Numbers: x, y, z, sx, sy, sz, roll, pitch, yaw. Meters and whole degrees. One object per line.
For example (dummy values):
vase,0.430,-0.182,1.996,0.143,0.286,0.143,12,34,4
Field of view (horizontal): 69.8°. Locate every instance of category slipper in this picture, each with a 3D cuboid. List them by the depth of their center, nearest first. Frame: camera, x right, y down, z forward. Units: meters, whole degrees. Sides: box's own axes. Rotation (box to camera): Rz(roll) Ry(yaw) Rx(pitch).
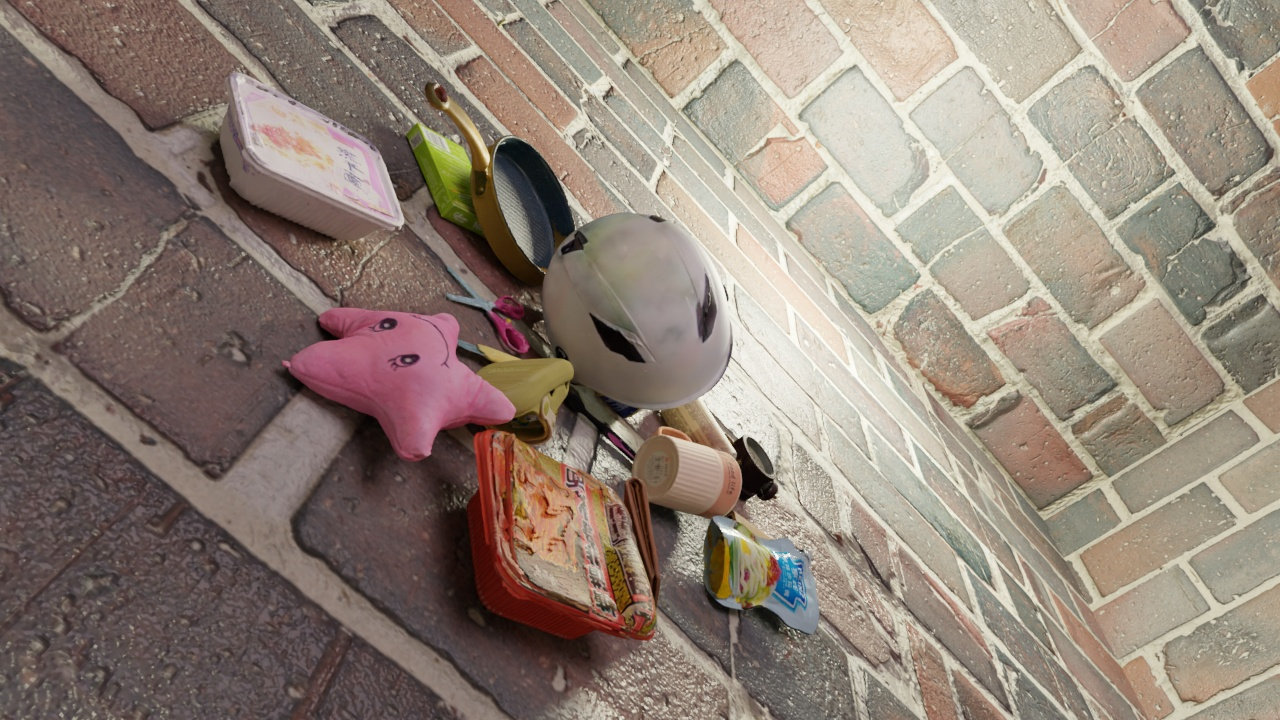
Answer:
slipper,-0.123,0.044,0.899,0.190,0.092,0.081,-39,129,-78

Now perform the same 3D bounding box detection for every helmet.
helmet,-0.005,-0.080,1.079,0.146,0.229,0.258,84,-18,-50

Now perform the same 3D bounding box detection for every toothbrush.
toothbrush,-0.026,0.096,1.084,0.189,0.014,0.018,44,1,-20

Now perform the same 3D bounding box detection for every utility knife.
utility knife,-0.137,0.002,1.003,0.031,0.020,0.188,42,6,37

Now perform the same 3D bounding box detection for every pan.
pan,-0.169,-0.222,1.121,0.357,0.078,0.197,33,43,-56

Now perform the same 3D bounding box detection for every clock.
clock,0.155,0.154,1.296,0.122,0.055,0.082,37,24,-35

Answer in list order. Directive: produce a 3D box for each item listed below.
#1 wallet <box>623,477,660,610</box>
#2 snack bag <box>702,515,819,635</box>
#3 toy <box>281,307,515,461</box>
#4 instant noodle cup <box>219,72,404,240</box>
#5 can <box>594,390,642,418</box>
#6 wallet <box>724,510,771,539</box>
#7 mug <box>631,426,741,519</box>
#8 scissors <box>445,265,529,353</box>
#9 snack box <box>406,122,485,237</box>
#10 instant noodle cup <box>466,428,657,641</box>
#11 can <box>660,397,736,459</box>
wallet,0.000,0.188,0.886,0.020,0.101,0.115,-5,45,-10
snack bag,0.151,0.256,1.094,0.191,0.039,0.110,26,46,-36
toy,-0.203,0.013,0.760,0.178,0.075,0.194,0,37,-36
instant noodle cup,-0.322,-0.183,0.879,0.173,0.060,0.138,24,33,-52
can,-0.007,0.007,1.162,0.049,0.075,0.147,45,39,-20
wallet,0.155,0.250,1.169,0.115,0.033,0.090,41,20,-22
mug,0.049,0.125,1.079,0.105,0.082,0.114,21,33,-41
scissors,-0.171,-0.062,1.051,0.133,0.017,0.130,46,23,-2
snack box,-0.240,-0.230,1.174,0.085,0.026,0.156,20,36,-53
instant noodle cup,-0.078,0.158,0.776,0.188,0.079,0.164,35,25,-38
can,0.076,0.095,1.227,0.116,0.059,0.058,58,22,18
